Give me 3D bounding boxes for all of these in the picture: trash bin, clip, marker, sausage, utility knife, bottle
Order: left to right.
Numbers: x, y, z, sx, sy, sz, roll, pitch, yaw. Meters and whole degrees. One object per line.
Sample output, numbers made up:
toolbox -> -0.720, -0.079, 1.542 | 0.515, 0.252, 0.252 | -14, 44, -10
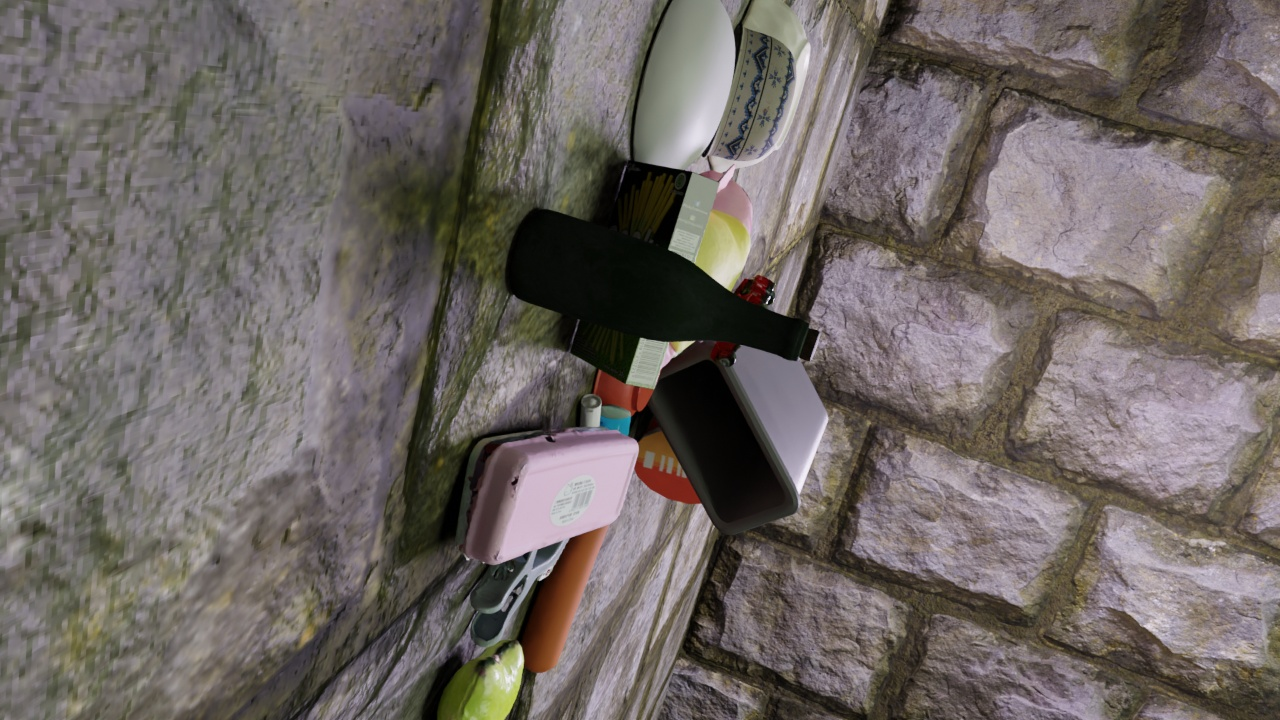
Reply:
clip -> -0.085, 0.157, 0.726 | 0.143, 0.029, 0.171 | 91, 23, -51
sausage -> -0.070, 0.206, 0.843 | 0.044, 0.039, 0.164 | 49, 61, -73
marker -> -0.046, 0.081, 0.804 | 0.134, 0.017, 0.020 | 97, -2, -45
utility knife -> -0.029, 0.079, 0.839 | 0.159, 0.031, 0.015 | 104, -12, -56
bottle -> 0.015, -0.035, 0.515 | 0.055, 0.174, 0.055 | 20, 89, -78
trash bin -> 0.110, 0.045, 0.983 | 0.192, 0.098, 0.219 | 62, 26, -8

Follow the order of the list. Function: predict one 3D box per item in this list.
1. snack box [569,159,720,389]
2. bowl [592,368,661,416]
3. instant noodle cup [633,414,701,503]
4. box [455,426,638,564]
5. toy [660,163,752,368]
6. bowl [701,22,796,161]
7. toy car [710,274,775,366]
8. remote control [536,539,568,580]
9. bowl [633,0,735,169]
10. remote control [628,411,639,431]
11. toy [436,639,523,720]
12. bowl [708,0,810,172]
snack box -> 0.000, -0.062, 0.648 | 0.025, 0.080, 0.147 | 12, 99, -36
bowl -> -0.005, 0.005, 0.832 | 0.122, 0.035, 0.122 | 20, 89, -78
instant noodle cup -> 0.065, 0.085, 1.100 | 0.120, 0.123, 0.124 | -70, 171, -45
box -> -0.061, 0.089, 0.634 | 0.202, 0.044, 0.086 | 3, 104, -69
toy -> 0.041, -0.082, 0.780 | 0.190, 0.088, 0.237 | 89, 20, -48
bowl -> 0.097, -0.226, 0.795 | 0.115, 0.059, 0.115 | -168, -88, -85
toy car -> 0.089, -0.035, 0.821 | 0.091, 0.036, 0.042 | -65, 176, 34
remote control -> -0.059, 0.134, 0.799 | 0.124, 0.012, 0.028 | -61, 168, 4
bowl -> 0.041, -0.204, 0.693 | 0.149, 0.043, 0.149 | 20, 89, -78
remote control -> 0.007, 0.024, 0.955 | 0.151, 0.020, 0.041 | -57, 161, -56
toy -> -0.125, 0.261, 0.669 | 0.115, 0.046, 0.092 | -66, 168, 8
bowl -> 0.129, -0.278, 0.941 | 0.218, 0.060, 0.189 | -52, 157, -56
